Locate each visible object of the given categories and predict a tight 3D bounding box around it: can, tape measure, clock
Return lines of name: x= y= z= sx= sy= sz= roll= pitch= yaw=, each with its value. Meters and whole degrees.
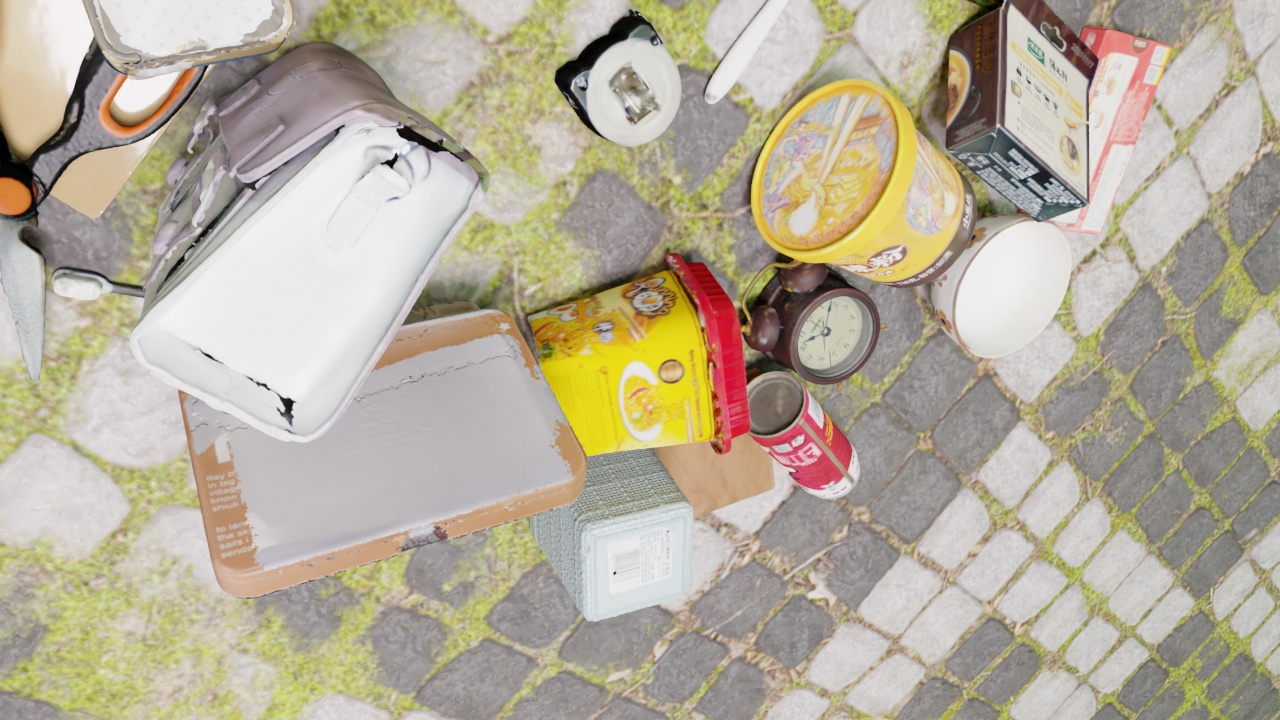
can: x=0.124 y=0.061 z=0.702 sx=0.053 sy=0.053 sz=0.132 roll=-45 pitch=138 yaw=1
tape measure: x=-0.009 y=-0.165 z=0.555 sx=0.066 sy=0.033 sz=0.066 roll=-41 pitch=124 yaw=1
clock: x=0.121 y=-0.031 z=0.669 sx=0.122 sy=0.055 sz=0.082 roll=31 pitch=99 yaw=-32

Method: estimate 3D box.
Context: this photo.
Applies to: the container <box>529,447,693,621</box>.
container: x=-0.020 y=0.112 z=0.641 sx=0.089 sy=0.111 sz=0.090 roll=-10 pitch=118 yaw=-21

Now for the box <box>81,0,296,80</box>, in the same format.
box: x=-0.217 y=-0.220 z=0.394 sx=0.089 sy=0.060 sz=0.184 roll=-17 pitch=105 yaw=-23

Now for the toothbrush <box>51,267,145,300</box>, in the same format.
toothbrush: x=-0.234 y=-0.030 z=0.529 sx=0.180 sy=0.018 sz=0.016 roll=9 pitch=107 yaw=-30

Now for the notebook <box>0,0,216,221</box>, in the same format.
notebook: x=-0.310 y=-0.183 z=0.420 sx=0.211 sy=0.012 sz=0.149 roll=37 pitch=96 yaw=-34

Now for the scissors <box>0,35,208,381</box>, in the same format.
scissors: x=-0.306 y=-0.105 z=0.441 sx=0.221 sy=0.021 sz=0.211 roll=-36 pitch=122 yaw=-3

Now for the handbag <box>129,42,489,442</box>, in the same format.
handbag: x=-0.162 y=-0.073 z=0.431 sx=0.145 sy=0.197 sz=0.098 roll=-49 pitch=125 yaw=3

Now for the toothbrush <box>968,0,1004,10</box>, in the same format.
toothbrush: x=0.210 y=-0.258 z=0.621 sx=0.185 sy=0.017 sz=0.012 roll=8 pitch=74 yaw=-28

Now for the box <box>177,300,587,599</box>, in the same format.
box: x=-0.138 y=0.065 z=0.506 sx=0.182 sy=0.193 sz=0.157 roll=-13 pitch=126 yaw=-20

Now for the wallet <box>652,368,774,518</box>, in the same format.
wallet: x=0.054 y=0.069 z=0.710 sx=0.101 sy=0.020 sz=0.115 roll=-17 pitch=119 yaw=-17

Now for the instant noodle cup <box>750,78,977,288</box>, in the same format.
instant noodle cup: x=0.155 y=-0.109 z=0.615 sx=0.114 sy=0.118 sz=0.118 roll=18 pitch=106 yaw=-40

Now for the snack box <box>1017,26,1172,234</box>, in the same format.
snack box: x=0.356 y=-0.178 z=0.724 sx=0.075 sy=0.025 sz=0.153 roll=2 pitch=113 yaw=-24

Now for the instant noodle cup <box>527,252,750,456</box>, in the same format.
instant noodle cup: x=-0.004 y=0.004 z=0.602 sx=0.123 sy=0.116 sz=0.116 roll=-13 pitch=120 yaw=-6

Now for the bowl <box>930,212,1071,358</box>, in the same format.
bowl: x=0.271 y=-0.065 z=0.718 sx=0.113 sy=0.062 sz=0.114 roll=-11 pitch=120 yaw=-20

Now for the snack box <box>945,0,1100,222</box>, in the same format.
snack box: x=0.270 y=-0.180 z=0.644 sx=0.113 sy=0.053 sz=0.125 roll=26 pitch=63 yaw=-31

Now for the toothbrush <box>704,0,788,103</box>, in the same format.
toothbrush: x=0.097 y=-0.237 z=0.578 sx=0.016 sy=0.016 sz=0.180 roll=32 pitch=98 yaw=-31
